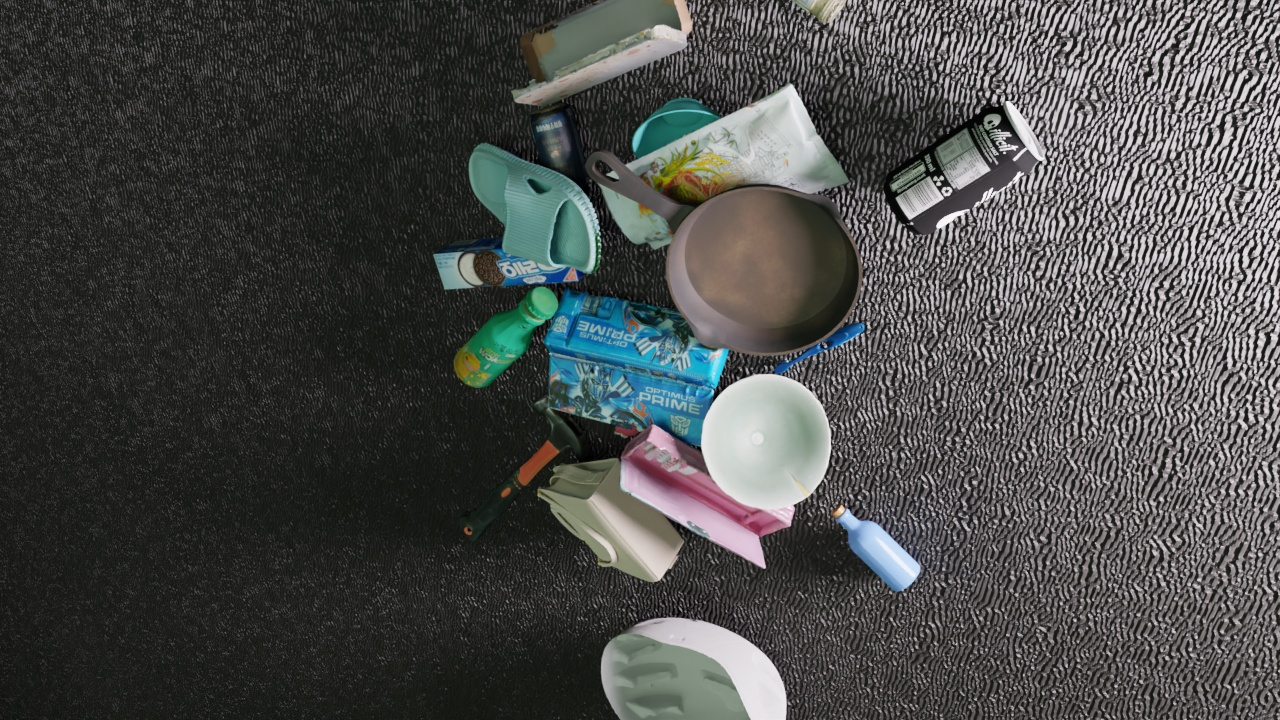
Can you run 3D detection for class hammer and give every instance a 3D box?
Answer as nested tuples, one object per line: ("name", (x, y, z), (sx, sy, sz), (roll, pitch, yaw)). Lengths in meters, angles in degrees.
("hammer", (-0.194, 0.193, 1.442), (0.133, 0.033, 0.334), (46, 125, 0))

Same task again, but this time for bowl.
("bowl", (0.051, -0.272, 1.077), (0.121, 0.121, 0.046), (-16, 62, 31))
("bowl", (0.156, 0.105, 1.196), (0.174, 0.068, 0.174), (0, 90, -9))

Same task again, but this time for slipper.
("slipper", (-0.150, -0.196, 1.162), (0.276, 0.069, 0.116), (36, 131, 35))

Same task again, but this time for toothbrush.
("toothbrush", (0.222, -0.016, 1.146), (0.133, 0.016, 0.021), (-30, 98, 31))

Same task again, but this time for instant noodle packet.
("instant noodle packet", (0.090, -0.211, 1.077), (0.270, 0.057, 0.147), (-16, 136, 33))

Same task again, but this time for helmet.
("helmet", (0.074, 0.491, 1.352), (0.283, 0.183, 0.224), (8, 111, 16))

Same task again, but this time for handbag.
("handbag", (-0.065, 0.226, 1.333), (0.198, 0.101, 0.194), (-6, 129, 49))

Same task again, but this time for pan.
("pan", (0.093, -0.144, 1.078), (0.356, 0.043, 0.249), (32, 127, -11))

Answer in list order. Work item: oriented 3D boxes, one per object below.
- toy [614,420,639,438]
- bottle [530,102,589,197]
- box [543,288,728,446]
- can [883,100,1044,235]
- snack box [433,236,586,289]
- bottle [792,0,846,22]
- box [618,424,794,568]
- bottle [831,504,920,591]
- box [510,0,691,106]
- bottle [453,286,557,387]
("toy", (0.010, 0.079, 1.275), (0.103, 0.065, 0.050), (-19, 71, 35))
("bottle", (-0.096, -0.243, 1.172), (0.056, 0.056, 0.161), (-4, 111, 28))
("box", (-0.013, 0.006, 1.207), (0.244, 0.063, 0.174), (12, 91, 21))
("can", (0.336, -0.199, 0.963), (0.146, 0.080, 0.080), (-33, 96, 34))
("snack box", (-0.175, -0.138, 1.260), (0.227, 0.059, 0.059), (-1, 116, 26))
("bottle", (0.167, -0.404, 0.976), (0.110, 0.042, 0.043), (39, 124, 5))
("box", (0.078, 0.191, 1.215), (0.232, 0.098, 0.100), (31, 148, -11))
("bottle", (0.303, 0.241, 1.204), (0.131, 0.047, 0.048), (44, 124, 2))
("box", (-0.051, -0.378, 1.079), (0.217, 0.094, 0.107), (-12, 82, 31))
("bottle", (-0.188, -0.034, 1.291), (0.068, 0.067, 0.210), (50, 132, -2))
